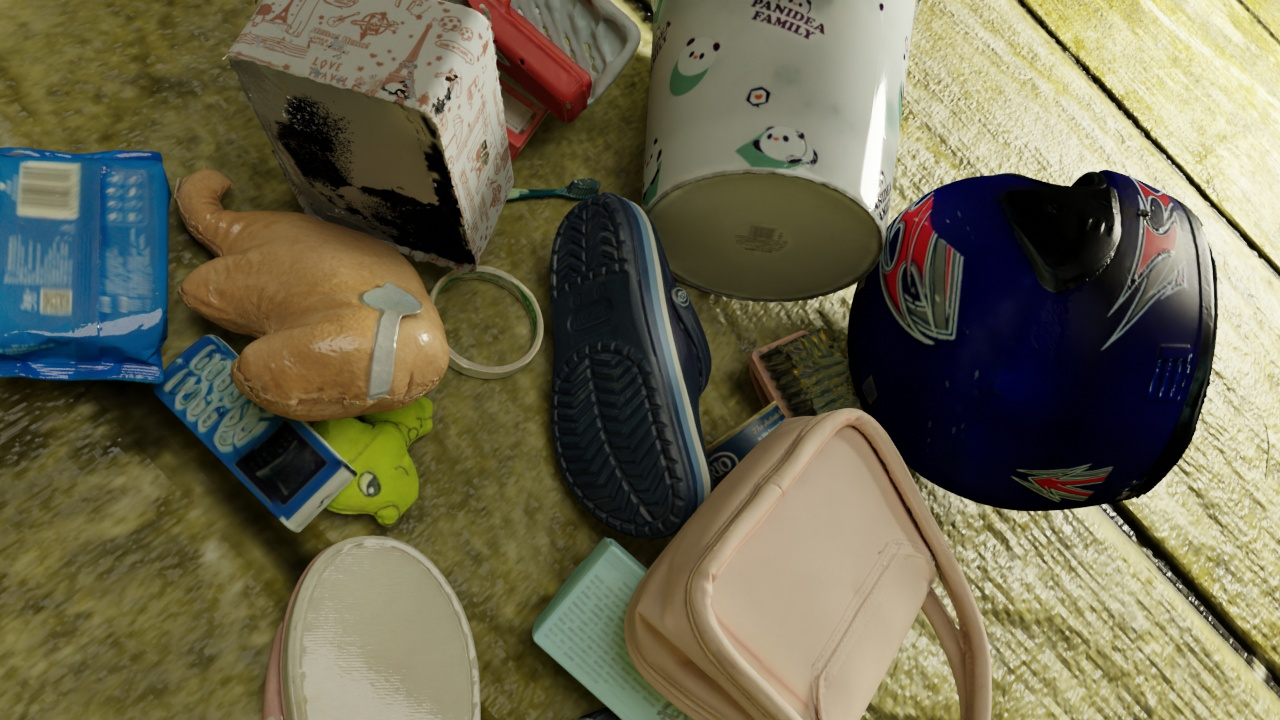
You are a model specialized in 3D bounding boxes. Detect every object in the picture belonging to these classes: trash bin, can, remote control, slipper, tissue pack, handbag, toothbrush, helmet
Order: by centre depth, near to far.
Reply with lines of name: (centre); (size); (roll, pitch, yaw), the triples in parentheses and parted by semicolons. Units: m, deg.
slipper: (-0.139, 0.229, 0.488); (0.114, 0.055, 0.274); (1, 63, -27)
tissue pack: (-0.325, -0.056, 0.534); (0.094, 0.052, 0.157); (-1, 66, -26)
remote control: (-0.226, 0.041, 0.537); (0.125, 0.024, 0.049); (42, 78, 11)
handbag: (0.123, 0.164, 0.540); (0.234, 0.094, 0.192); (48, 55, -3)
slipper: (-0.004, 0.004, 0.651); (0.095, 0.105, 0.252); (9, 62, -46)
can: (0.099, 0.095, 0.667); (0.075, 0.076, 0.111); (-31, 83, -35)
toothbrush: (-0.114, -0.129, 0.703); (0.191, 0.018, 0.016); (-8, 70, -31)
trash bin: (0.106, -0.198, 0.739); (0.229, 0.230, 0.251); (17, 65, -20)
helmet: (0.294, -0.036, 0.739); (0.240, 0.248, 0.314); (18, 50, 8)

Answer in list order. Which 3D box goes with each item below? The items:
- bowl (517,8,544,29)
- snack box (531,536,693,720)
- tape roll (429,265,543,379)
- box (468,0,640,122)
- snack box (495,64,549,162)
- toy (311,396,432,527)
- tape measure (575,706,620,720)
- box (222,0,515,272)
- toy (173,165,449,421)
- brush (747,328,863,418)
bowl: (-0.099, -0.332, 0.771); (0.116, 0.116, 0.066); (42, 10, -3)
snack box: (0.021, 0.194, 0.566); (0.175, 0.051, 0.074); (41, 84, 1)
tape roll: (-0.111, -0.028, 0.656); (0.085, 0.014, 0.085); (12, 61, -22)
box: (-0.098, -0.285, 0.704); (0.201, 0.095, 0.101); (40, 88, -1)
snack box: (-0.147, -0.229, 0.731); (0.153, 0.026, 0.075); (33, 55, -9)
toy: (-0.172, 0.052, 0.574); (0.096, 0.031, 0.099); (40, 51, 1)
tape measure: (-0.033, 0.249, 0.547); (0.065, 0.034, 0.065); (-15, 72, -35)
box: (-0.151, -0.190, 0.595); (0.154, 0.183, 0.184); (19, 67, 6)
toy: (-0.208, -0.047, 0.572); (0.143, 0.083, 0.226); (-4, 39, -46)
brush: (0.138, 0.050, 0.713); (0.063, 0.073, 0.145); (-22, 82, -34)
